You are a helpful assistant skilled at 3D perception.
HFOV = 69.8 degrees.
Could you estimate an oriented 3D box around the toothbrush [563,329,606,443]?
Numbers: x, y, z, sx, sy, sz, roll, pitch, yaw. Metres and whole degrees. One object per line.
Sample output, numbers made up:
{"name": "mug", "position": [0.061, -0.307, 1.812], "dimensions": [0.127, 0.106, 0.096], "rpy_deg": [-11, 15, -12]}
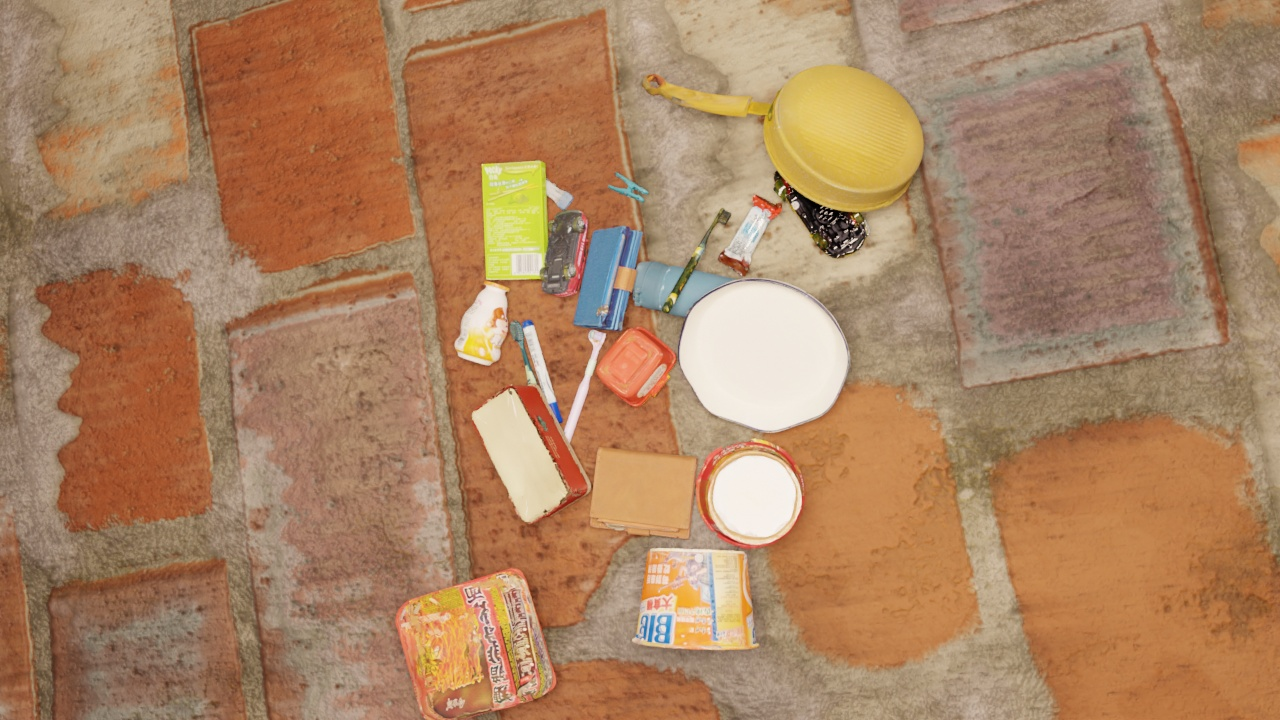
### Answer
{"name": "toothbrush", "position": [-0.082, 0.052, 1.213], "dimensions": [0.029, 0.021, 0.189], "rpy_deg": [17, 90, 42]}

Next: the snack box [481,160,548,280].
{"name": "snack box", "position": [-0.168, -0.187, 1.234], "dimensions": [0.086, 0.026, 0.156], "rpy_deg": [-1, 96, 12]}

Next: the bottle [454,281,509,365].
{"name": "bottle", "position": [-0.207, -0.050, 1.224], "dimensions": [0.063, 0.063, 0.108], "rpy_deg": [16, 89, 12]}

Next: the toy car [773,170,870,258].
{"name": "toy car", "position": [0.228, -0.196, 1.160], "dimensions": [0.071, 0.041, 0.156], "rpy_deg": [-37, 74, 17]}

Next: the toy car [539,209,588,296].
{"name": "toy car", "position": [-0.098, -0.141, 1.217], "dimensions": [0.053, 0.045, 0.120], "rpy_deg": [1, 75, 32]}

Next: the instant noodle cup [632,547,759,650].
{"name": "instant noodle cup", "position": [0.067, 0.285, 1.104], "dimensions": [0.151, 0.151, 0.111], "rpy_deg": [-1, 77, 11]}

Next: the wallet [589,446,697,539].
{"name": "wallet", "position": [0.004, 0.171, 1.180], "dimensions": [0.132, 0.031, 0.107], "rpy_deg": [4, 82, 12]}

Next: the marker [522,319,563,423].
{"name": "marker", "position": [-0.132, 0.016, 1.228], "dimensions": [0.017, 0.017, 0.145], "rpy_deg": [-19, 82, 9]}

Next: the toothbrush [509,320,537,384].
{"name": "toothbrush", "position": [-0.145, 0.036, 1.228], "dimensions": [0.016, 0.018, 0.191], "rpy_deg": [-19, 81, 20]}

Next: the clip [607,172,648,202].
{"name": "clip", "position": [-0.016, -0.230, 1.229], "dimensions": [0.056, 0.014, 0.041], "rpy_deg": [31, 92, 14]}

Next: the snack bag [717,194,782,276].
{"name": "snack bag", "position": [0.141, -0.163, 1.181], "dimensions": [0.045, 0.026, 0.105], "rpy_deg": [32, 102, 14]}

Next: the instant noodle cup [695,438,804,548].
{"name": "instant noodle cup", "position": [0.136, 0.165, 1.108], "dimensions": [0.138, 0.108, 0.138], "rpy_deg": [0, 85, 4]}

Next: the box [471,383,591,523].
{"name": "box", "position": [-0.147, 0.119, 1.180], "dimensions": [0.091, 0.078, 0.168], "rpy_deg": [-34, 77, 21]}

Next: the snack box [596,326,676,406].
{"name": "snack box", "position": [-0.007, 0.007, 1.172], "dimensions": [0.082, 0.080, 0.091], "rpy_deg": [39, 93, 11]}

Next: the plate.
{"name": "plate", "position": [0.150, -0.011, 1.117], "dimensions": [0.205, 0.045, 0.205], "rpy_deg": [8, 119, 16]}

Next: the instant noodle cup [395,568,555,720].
{"name": "instant noodle cup", "position": [-0.207, 0.366, 1.180], "dimensions": [0.189, 0.079, 0.164], "rpy_deg": [-18, 81, 8]}

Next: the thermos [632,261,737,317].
{"name": "thermos", "position": [0.096, -0.079, 1.167], "dimensions": [0.220, 0.070, 0.070], "rpy_deg": [14, 88, 13]}

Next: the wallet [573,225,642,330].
{"name": "wallet", "position": [-0.043, -0.105, 1.187], "dimensions": [0.040, 0.106, 0.133], "rpy_deg": [13, 87, -30]}

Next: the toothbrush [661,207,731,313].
{"name": "toothbrush", "position": [0.072, -0.127, 1.156], "dimensions": [0.017, 0.012, 0.185], "rpy_deg": [26, 59, 7]}

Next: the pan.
{"name": "pan", "position": [0.173, -0.298, 1.135], "dimensions": [0.357, 0.078, 0.197], "rpy_deg": [23, 63, -1]}

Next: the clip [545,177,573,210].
{"name": "clip", "position": [-0.118, -0.229, 1.245], "dimensions": [0.057, 0.028, 0.024], "rpy_deg": [40, 98, 3]}
